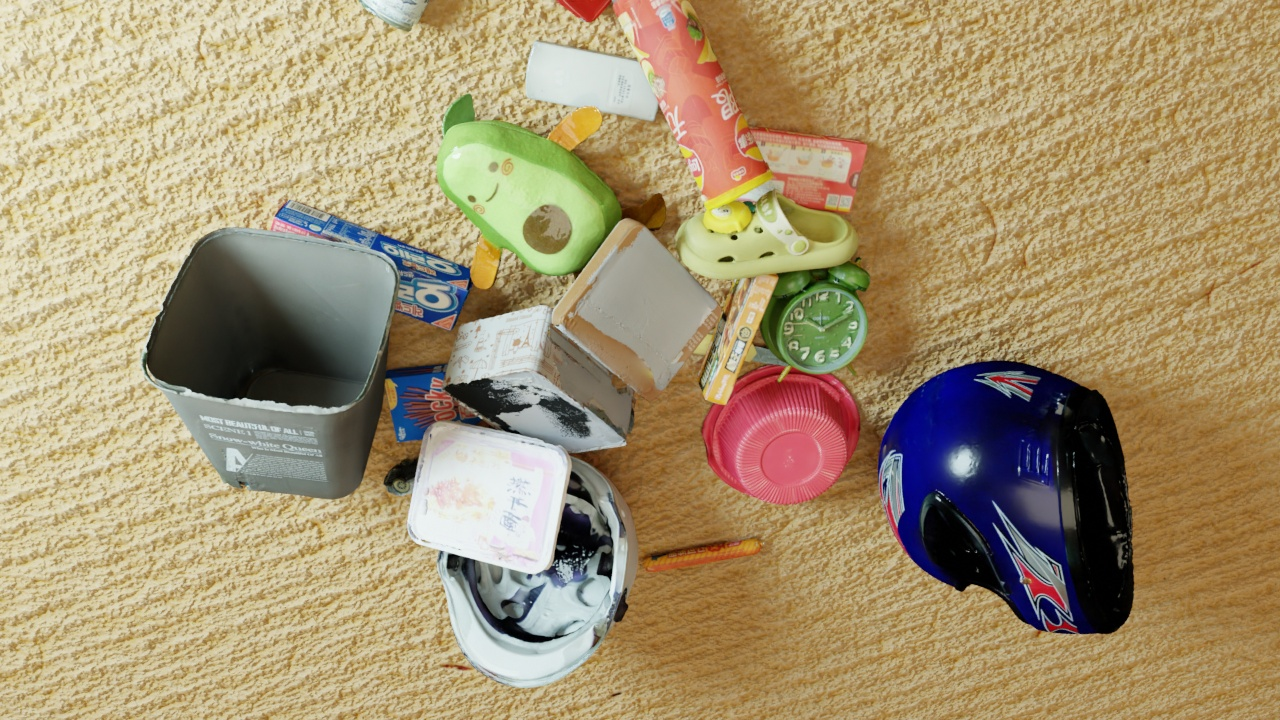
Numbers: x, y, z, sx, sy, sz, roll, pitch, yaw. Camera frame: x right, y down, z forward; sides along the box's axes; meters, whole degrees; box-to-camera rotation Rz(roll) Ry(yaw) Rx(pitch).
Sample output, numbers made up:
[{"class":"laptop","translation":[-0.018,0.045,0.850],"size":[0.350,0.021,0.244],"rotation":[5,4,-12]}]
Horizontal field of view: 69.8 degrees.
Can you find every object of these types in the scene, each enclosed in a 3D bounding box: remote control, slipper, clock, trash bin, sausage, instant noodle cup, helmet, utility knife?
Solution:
[{"class":"remote control","translation":[-0.045,-0.277,0.910],"size":[0.135,0.019,0.056],"rotation":[8,116,-8]},{"class":"slipper","translation":[0.131,-0.139,0.934],"size":[0.190,0.091,0.082],"rotation":[-3,132,-6]},{"class":"clock","translation":[0.195,-0.056,1.013],"size":[0.116,0.056,0.161],"rotation":[-6,112,-7]},{"class":"trash bin","translation":[-0.348,0.019,0.913],"size":[0.199,0.198,0.220],"rotation":[9,143,-7]},{"class":"sausage","translation":[0.080,0.252,1.184],"size":[0.165,0.021,0.021],"rotation":[-10,117,1]},{"class":"instant noodle cup","translation":[-0.155,0.143,0.988],"size":[0.173,0.060,0.138],"rotation":[10,88,17]},{"class":"helmet","translation":[-0.106,0.235,1.073],"size":[0.229,0.145,0.258],"rotation":[7,87,18]},{"class":"helmet","translation":[0.400,0.154,1.035],"size":[0.241,0.246,0.315],"rotation":[-3,119,42]},{"class":"instant noodle cup","translation":[0.173,0.102,1.092],"size":[0.194,0.065,0.194],"rotation":[-1,117,-3]},{"class":"utility knife","translation":[0.080,-0.015,1.051],"size":[0.195,0.020,0.031],"rotation":[12,121,-3]}]

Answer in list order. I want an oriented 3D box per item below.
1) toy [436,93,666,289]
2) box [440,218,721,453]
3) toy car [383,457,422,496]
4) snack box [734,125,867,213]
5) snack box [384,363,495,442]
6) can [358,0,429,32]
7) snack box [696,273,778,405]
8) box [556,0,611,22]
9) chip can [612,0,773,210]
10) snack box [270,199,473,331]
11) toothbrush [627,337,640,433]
[{"class":"toy","translation":[-0.101,-0.157,0.927],"size":[0.246,0.090,0.227],"rotation":[30,109,-22]},{"class":"box","translation":[-0.055,-0.006,0.946],"size":[0.273,0.130,0.179],"rotation":[-33,136,14]},{"class":"toy car","translation":[-0.242,0.130,1.081],"size":[0.121,0.054,0.037],"rotation":[-16,115,4]},{"class":"snack box","translation":[0.153,-0.201,0.960],"size":[0.153,0.025,0.075],"rotation":[5,116,-7]},{"class":"snack box","translation":[-0.209,0.045,1.056],"size":[0.157,0.026,0.085],"rotation":[-6,116,-1]},{"class":"can","translation":[-0.198,-0.376,0.827],"size":[0.058,0.058,0.147],"rotation":[30,111,-18]},{"class":"snack box","translation":[0.103,-0.033,1.001],"size":[0.026,0.075,0.154],"rotation":[17,106,-11]},{"class":"box","translation":[-0.029,-0.421,0.824],"size":[0.202,0.095,0.101],"rotation":[-46,70,16]},{"class":"chip can","translation":[0.050,-0.254,0.868],"size":[0.073,0.073,0.216],"rotation":[-25,98,8]},{"class":"snack box","translation":[-0.281,-0.099,0.962],"size":[0.207,0.057,0.058],"rotation":[20,116,-14]},{"class":"toothbrush","translation":[-0.006,0.006,1.050],"size":[0.014,0.016,0.190],"rotation":[4,122,-6]}]
